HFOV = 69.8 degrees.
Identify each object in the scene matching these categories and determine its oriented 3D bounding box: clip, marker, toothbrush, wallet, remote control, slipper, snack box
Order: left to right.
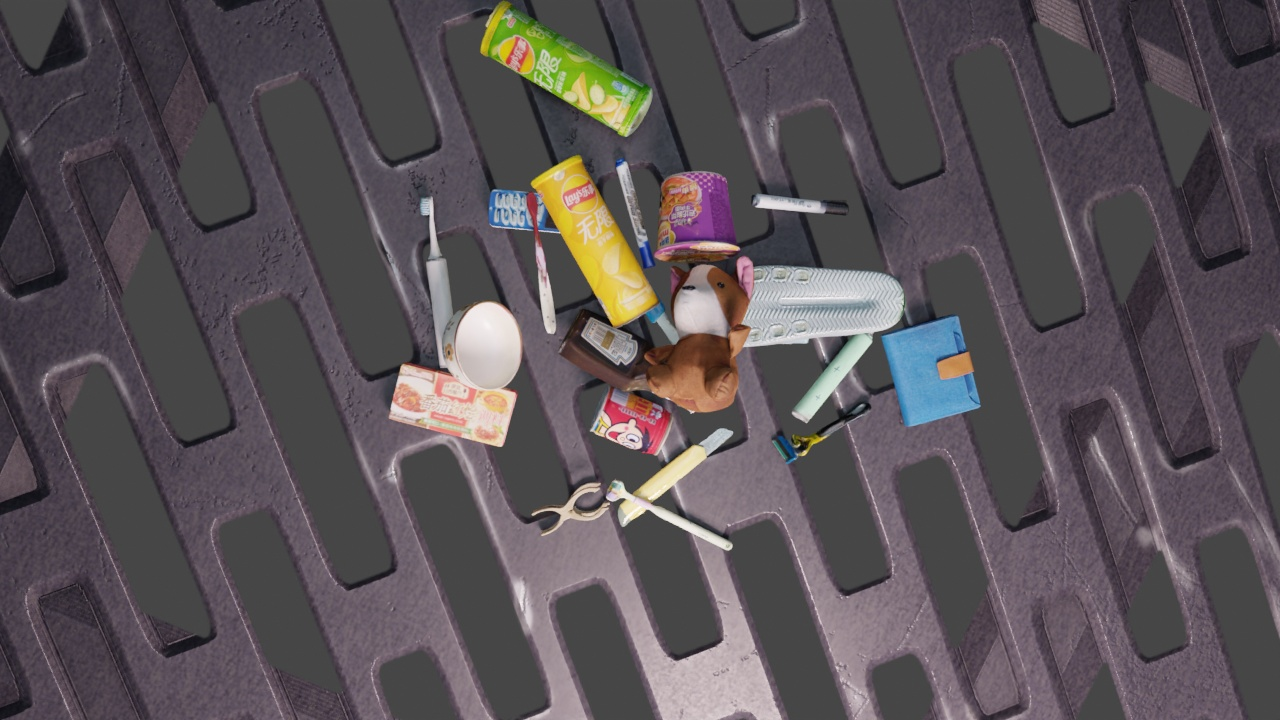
[{"bbox_3d":[-0.260,-0.101,1.185,0.026,0.027,0.221,-8,94,-13],"label":"toothbrush"},{"bbox_3d":[-0.244,0.057,1.197,0.153,0.025,0.075,15,93,-5],"label":"snack box"},{"bbox_3d":[-0.134,-0.192,1.190,0.125,0.024,0.049,5,93,-8],"label":"remote control"},{"bbox_3d":[-0.129,-0.125,1.185,0.016,0.017,0.188,-10,107,-9],"label":"toothbrush"},{"bbox_3d":[-0.085,0.207,1.214,0.104,0.034,0.081,-38,95,3],"label":"clip"},{"bbox_3d":[-0.007,-0.192,1.203,0.017,0.017,0.146,-16,95,-3],"label":"marker"},{"bbox_3d":[0.041,0.210,1.222,0.189,0.020,0.029,28,92,-13],"label":"toothbrush"},{"bbox_3d":[0.212,-0.208,1.218,0.130,0.018,0.022,6,73,-5],"label":"marker"},{"bbox_3d":[0.217,-0.072,1.196,0.246,0.074,0.104,-3,86,13],"label":"slipper"},{"bbox_3d":[0.281,-0.010,1.230,0.027,0.026,0.224,39,90,17],"label":"toothbrush"},{"bbox_3d":[0.392,0.014,1.236,0.106,0.040,0.133,-16,95,1],"label":"wallet"}]

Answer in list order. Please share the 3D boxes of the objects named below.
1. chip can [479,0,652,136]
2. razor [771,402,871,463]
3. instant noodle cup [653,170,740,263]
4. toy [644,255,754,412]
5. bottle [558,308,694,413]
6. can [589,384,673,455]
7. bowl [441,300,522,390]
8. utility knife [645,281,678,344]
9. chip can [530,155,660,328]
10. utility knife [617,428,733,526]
[{"bbox_3d":[-0.091,-0.365,1.158,0.221,0.072,0.072,29,91,-5],"label":"chip can"},{"bbox_3d":[0.249,0.094,1.238,0.142,0.022,0.042,-27,51,-5],"label":"razor"},{"bbox_3d":[0.069,-0.182,1.168,0.111,0.111,0.099,-3,85,-4],"label":"instant noodle cup"},{"bbox_3d":[0.074,-0.039,1.137,0.140,0.130,0.199,2,63,25],"label":"toy"},{"bbox_3d":[-0.007,0.007,1.189,0.195,0.044,0.079,29,50,-6],"label":"bottle"},{"bbox_3d":[-0.011,0.079,1.194,0.094,0.066,0.066,23,91,-6],"label":"can"},{"bbox_3d":[-0.210,-0.018,1.167,0.062,0.113,0.113,-1,95,40],"label":"bowl"},{"bbox_3d":[0.003,-0.089,1.209,0.034,0.018,0.207,-34,96,11],"label":"utility knife"},{"bbox_3d":[-0.055,-0.149,1.158,0.072,0.072,0.213,-30,99,-2],"label":"chip can"},{"bbox_3d":[0.044,0.153,1.227,0.195,0.020,0.031,-38,101,6],"label":"utility knife"}]
